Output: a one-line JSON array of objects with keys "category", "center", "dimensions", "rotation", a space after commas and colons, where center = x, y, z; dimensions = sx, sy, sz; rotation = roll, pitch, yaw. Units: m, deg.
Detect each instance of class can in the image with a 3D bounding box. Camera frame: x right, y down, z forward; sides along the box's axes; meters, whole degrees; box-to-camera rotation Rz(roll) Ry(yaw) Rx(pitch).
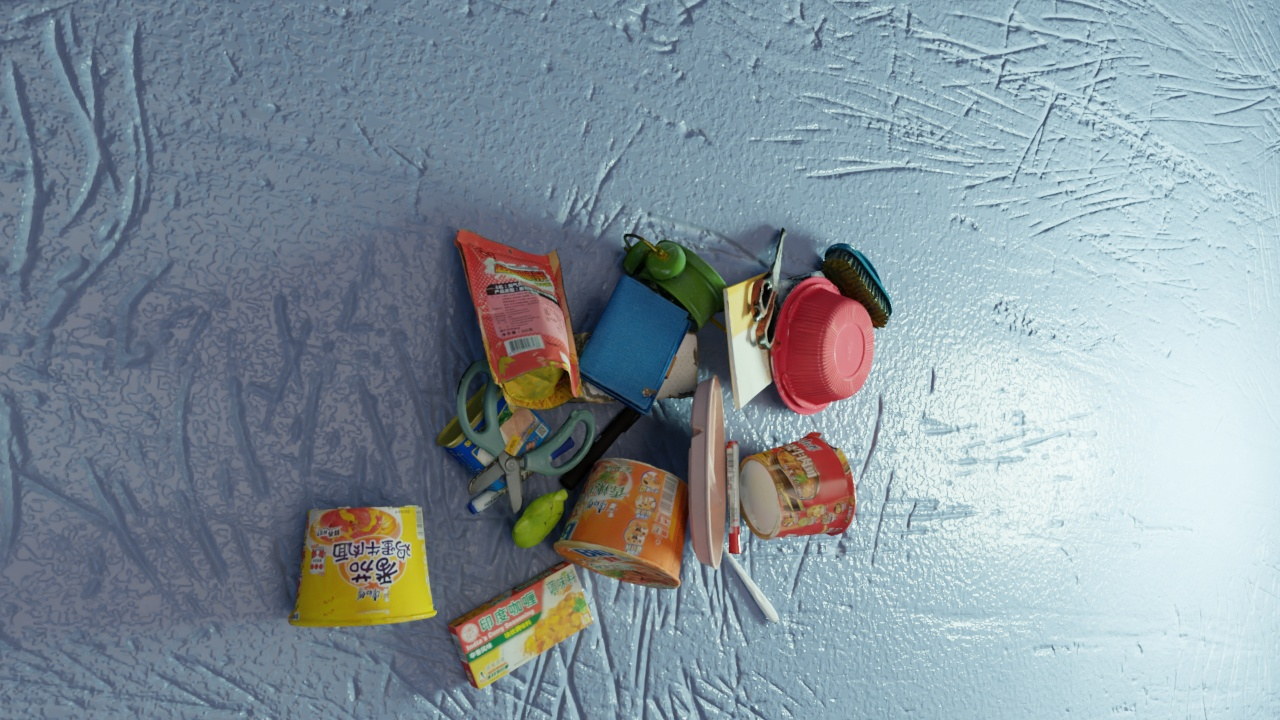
[{"category": "can", "center": [-0.160, 0.083, 1.013], "dimensions": [0.083, 0.057, 0.101], "rotation": [50, 64, -23]}]

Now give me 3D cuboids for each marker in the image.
[{"category": "marker", "center": [-0.135, 0.130, 1.049], "dimensions": [0.145, 0.017, 0.017], "rotation": [-34, 105, -28]}, {"category": "marker", "center": [-0.047, 0.104, 1.103], "dimensions": [0.022, 0.020, 0.131], "rotation": [36, 64, 15]}, {"category": "marker", "center": [0.121, 0.177, 1.191], "dimensions": [0.017, 0.017, 0.145], "rotation": [3, 84, -32]}]

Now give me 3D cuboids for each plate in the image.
[{"category": "plate", "center": [0.080, 0.132, 1.095], "dimensions": [0.028, 0.229, 0.229], "rotation": [-1, 88, 9]}]

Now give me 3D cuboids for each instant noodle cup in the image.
[{"category": "instant noodle cup", "center": [0.259, -0.017, 1.248], "dimensions": [0.193, 0.066, 0.194], "rotation": [-7, 100, -46]}, {"category": "instant noodle cup", "center": [0.196, 0.171, 1.194], "dimensions": [0.108, 0.138, 0.138], "rotation": [-8, 92, -24]}, {"category": "instant noodle cup", "center": [-0.012, 0.186, 1.055], "dimensions": [0.151, 0.152, 0.111], "rotation": [30, 64, -28]}, {"category": "instant noodle cup", "center": [-0.271, 0.199, 0.900], "dimensions": [0.137, 0.138, 0.109], "rotation": [3, 79, -32]}]

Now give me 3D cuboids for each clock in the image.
[{"category": "clock", "center": [0.039, -0.099, 1.111], "dimensions": [0.161, 0.116, 0.056], "rotation": [46, 76, -25]}]

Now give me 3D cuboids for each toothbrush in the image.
[{"category": "toothbrush", "center": [0.138, 0.285, 1.215], "dimensions": [0.016, 0.016, 0.180], "rotation": [-43, 110, -24]}]

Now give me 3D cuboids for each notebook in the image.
[{"category": "notebook", "center": [0.143, -0.031, 1.160], "dimensions": [0.205, 0.010, 0.146], "rotation": [-25, 111, -66]}]

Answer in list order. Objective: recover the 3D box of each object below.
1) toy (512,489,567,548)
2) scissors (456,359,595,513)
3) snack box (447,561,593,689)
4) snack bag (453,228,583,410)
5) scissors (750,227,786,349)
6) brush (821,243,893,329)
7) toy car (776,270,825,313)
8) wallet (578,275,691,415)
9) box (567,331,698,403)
[{"category": "toy", "center": [-0.114, 0.177, 1.021], "dimensions": [0.031, 0.100, 0.096], "rotation": [46, 35, 15]}, {"category": "scissors", "center": [-0.126, 0.069, 0.991], "dimensions": [0.174, 0.019, 0.170], "rotation": [-27, 107, -31]}, {"category": "snack box", "center": [-0.133, 0.297, 1.038], "dimensions": [0.155, 0.027, 0.077], "rotation": [-24, 99, -31]}, {"category": "snack bag", "center": [-0.127, -0.051, 0.991], "dimensions": [0.128, 0.073, 0.207], "rotation": [8, 49, -35]}, {"category": "scissors", "center": [0.169, -0.112, 1.196], "dimensions": [0.182, 0.015, 0.209], "rotation": [21, 67, -64]}, {"category": "brush", "center": [0.316, -0.114, 1.321], "dimensions": [0.144, 0.055, 0.073], "rotation": [47, 48, -21]}, {"category": "toy car", "center": [0.224, -0.095, 1.275], "dimensions": [0.105, 0.031, 0.049], "rotation": [-16, 99, -33]}, {"category": "wallet", "center": [-0.006, -0.017, 1.052], "dimensions": [0.106, 0.040, 0.132], "rotation": [31, 71, -17]}, {"category": "box", "center": [-0.007, 0.007, 1.110], "dimensions": [0.184, 0.064, 0.090], "rotation": [1, 88, -34]}]
